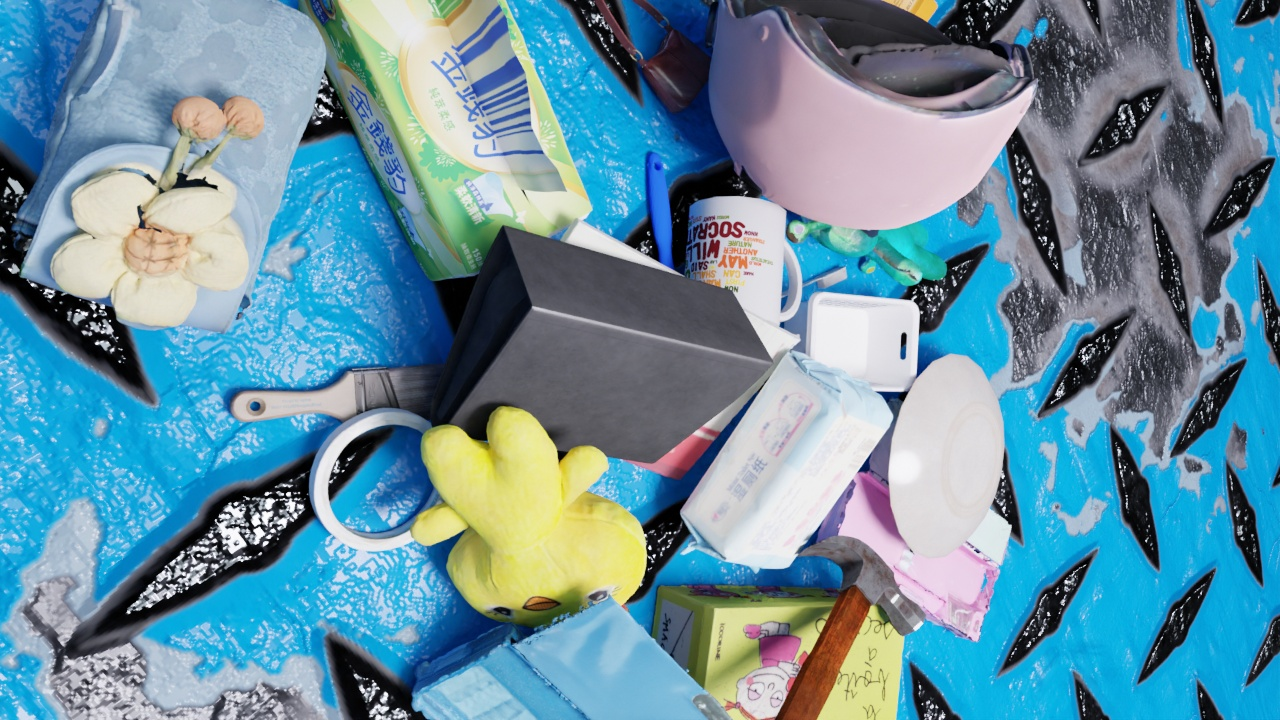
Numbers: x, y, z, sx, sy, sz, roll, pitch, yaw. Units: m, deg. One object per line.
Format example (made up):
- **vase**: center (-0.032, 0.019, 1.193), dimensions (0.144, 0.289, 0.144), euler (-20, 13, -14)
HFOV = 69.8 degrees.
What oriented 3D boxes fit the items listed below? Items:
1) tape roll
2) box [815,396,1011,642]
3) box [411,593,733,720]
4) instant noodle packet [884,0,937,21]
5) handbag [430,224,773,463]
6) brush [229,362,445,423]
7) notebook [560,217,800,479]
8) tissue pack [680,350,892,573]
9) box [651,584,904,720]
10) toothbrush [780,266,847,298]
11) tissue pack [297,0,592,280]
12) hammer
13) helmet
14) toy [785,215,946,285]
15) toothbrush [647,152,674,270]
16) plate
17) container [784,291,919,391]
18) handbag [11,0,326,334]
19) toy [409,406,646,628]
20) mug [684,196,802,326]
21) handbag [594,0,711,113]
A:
- **tape roll**: center (-0.165, 0.077, 0.592), dimensions (0.092, 0.013, 0.093), euler (-9, 107, -33)
- **box**: center (0.272, 0.153, 0.874), dimensions (0.230, 0.035, 0.159), euler (35, 71, -29)
- **box**: center (-0.018, 0.255, 0.628), dimensions (0.175, 0.033, 0.231), euler (-30, 115, 20)
- **instant noodle packet**: center (0.160, -0.337, 0.778), dimensions (0.221, 0.032, 0.159), euler (46, 71, -26)
- **handbag**: center (-0.047, 0.030, 0.600), dimensions (0.175, 0.072, 0.196), euler (12, 128, -35)
- **brush**: center (-0.182, 0.024, 0.587), dimensions (0.151, 0.012, 0.039), euler (-5, 95, -33)
- **notebook**: center (-0.004, 0.004, 0.648), dimensions (0.208, 0.012, 0.153), euler (24, 114, -34)
- **tissue pack**: center (0.110, 0.085, 0.710), dimensions (0.112, 0.070, 0.182), euler (20, 107, -53)
- **box**: center (0.116, 0.250, 0.751), dimensions (0.220, 0.081, 0.124), euler (12, 85, -31)
- **toothbrush**: center (0.110, -0.046, 0.773), dimensions (0.181, 0.010, 0.010), euler (-24, 108, -29)
- **tissue pack**: center (-0.103, -0.156, 0.552), dimensions (0.120, 0.142, 0.198), euler (-38, 112, -26)
- **hammer**: center (0.122, 0.225, 0.645), dimensions (0.111, 0.028, 0.299), euler (50, 37, 2)
- **helmet**: center (0.155, -0.189, 0.675), dimensions (0.230, 0.255, 0.153), euler (6, 127, -11)
- **toy**: center (0.190, -0.112, 0.791), dimensions (0.193, 0.073, 0.130), euler (15, 46, -35)
- **toothbrush**: center (0.019, -0.069, 0.713), dimensions (0.016, 0.018, 0.182), euler (-9, 94, -32)
- **plate**: center (0.290, 0.089, 0.837), dimensions (0.188, 0.027, 0.189), euler (-5, 98, -41)
- **container**: center (0.178, -0.015, 0.795), dimensions (0.129, 0.050, 0.080), euler (2, 91, -33)
- **handbag**: center (-0.239, -0.111, 0.482), dimensions (0.121, 0.119, 0.192), euler (22, 86, -32)
- **toy**: center (-0.069, 0.109, 0.597), dimensions (0.208, 0.134, 0.092), euler (66, 14, -46)
- **mug**: center (0.084, -0.069, 0.712), dimensions (0.105, 0.074, 0.089), euler (10, 81, -33)
- **handbag**: center (0.002, -0.246, 0.689), dimensions (0.119, 0.029, 0.055), euler (42, 68, -21)
